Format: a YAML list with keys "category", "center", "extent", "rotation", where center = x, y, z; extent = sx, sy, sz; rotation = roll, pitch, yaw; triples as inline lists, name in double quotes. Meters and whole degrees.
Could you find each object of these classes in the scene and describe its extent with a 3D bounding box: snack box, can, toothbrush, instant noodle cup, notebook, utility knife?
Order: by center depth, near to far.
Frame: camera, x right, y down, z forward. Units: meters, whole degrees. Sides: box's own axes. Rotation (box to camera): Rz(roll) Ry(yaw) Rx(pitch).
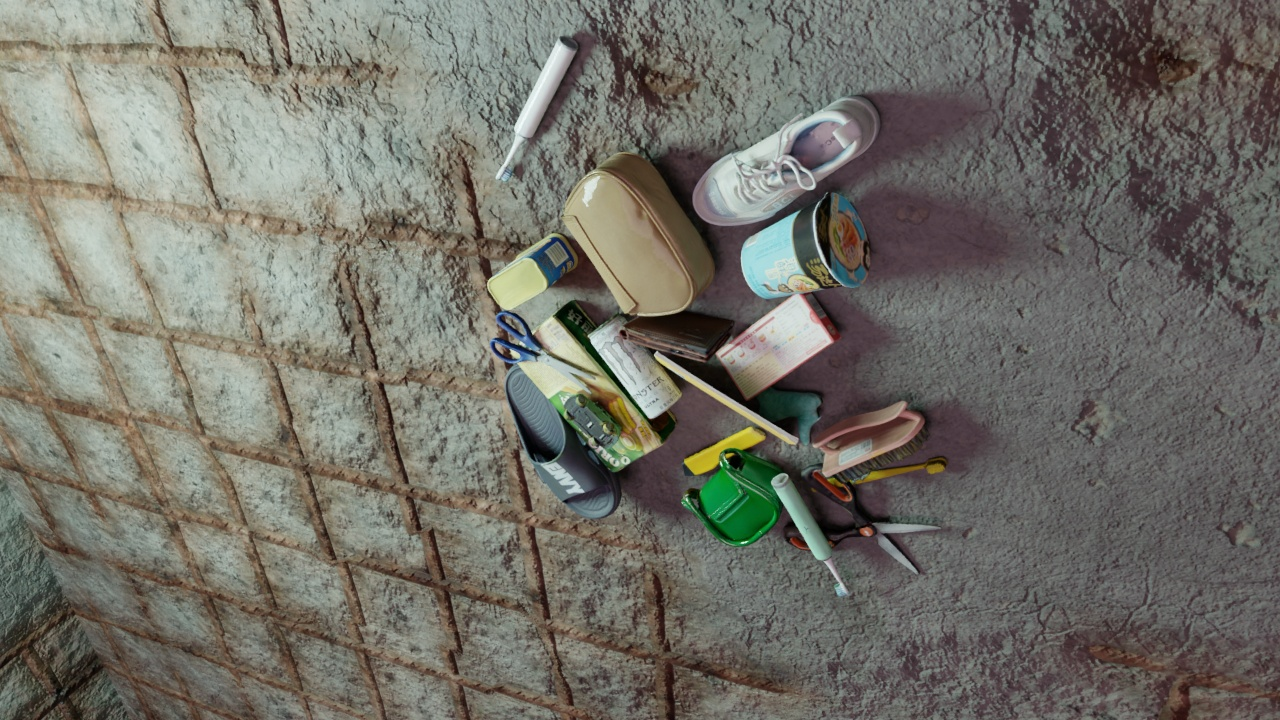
- category: "instant noodle cup"
  center: [0.186, -0.122, 1.063]
  extent: [0.121, 0.111, 0.111]
  rotation: [-17, 110, 43]
- category: "toothbrush"
  center: [-0.137, -0.311, 1.160]
  extent: [0.026, 0.026, 0.222]
  rotation: [24, 131, -16]
- category: "snack box"
  center: [0.172, -0.018, 1.165]
  extent: [0.156, 0.026, 0.077]
  rotation: [-39, 81, 39]
- category: "notebook"
  center: [0.111, 0.052, 1.197]
  extent: [0.206, 0.146, 0.010]
  rotation: [32, 89, 8]
- category: "toothbrush"
  center: [0.313, 0.154, 1.216]
  extent: [0.191, 0.016, 0.016]
  rotation: [-17, 110, 35]
- category: "can"
  center: [-0.148, -0.119, 1.249]
  extent: [0.102, 0.083, 0.057]
  rotation: [-25, 105, 37]
- category: "can"
  center: [-0.007, 0.007, 1.263]
  extent: [0.058, 0.058, 0.146]
  rotation: [-34, 95, 38]
- category: "toothbrush"
  center: [0.241, 0.245, 1.269]
  extent: [0.027, 0.026, 0.224]
  rotation: [-26, 113, 17]
- category: "utility knife"
  center: [0.116, 0.131, 1.308]
  extent: [0.154, 0.015, 0.033]
  rotation: [-31, 108, 37]
- category: "snack box"
  center: [-0.068, 0.039, 1.318]
  extent: [0.240, 0.063, 0.115]
  rotation: [49, 129, -7]

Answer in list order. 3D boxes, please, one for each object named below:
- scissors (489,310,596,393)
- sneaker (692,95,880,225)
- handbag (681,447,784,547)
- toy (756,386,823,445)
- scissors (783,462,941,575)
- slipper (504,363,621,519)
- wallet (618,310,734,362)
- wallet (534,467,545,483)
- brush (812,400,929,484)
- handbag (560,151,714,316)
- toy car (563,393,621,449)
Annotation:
- category: "scissors"
  center: [-0.137, -0.014, 1.275]
  extent: [0.171, 0.012, 0.140]
  rotation: [2, 118, 28]
- category: "sneaker"
  center: [0.151, -0.209, 1.029]
  extent: [0.243, 0.090, 0.089]
  rotation: [-25, 104, 37]
- category: "handbag"
  center: [0.135, 0.193, 1.294]
  extent: [0.120, 0.067, 0.132]
  rotation: [32, 131, -5]
- category: "toy"
  center: [0.198, 0.065, 1.212]
  extent: [0.092, 0.030, 0.096]
  rotation: [3, 112, 29]
- category: "scissors"
  center: [0.290, 0.227, 1.261]
  extent: [0.222, 0.021, 0.234]
  rotation: [-27, 111, 40]
- category: "slipper"
  center: [-0.133, 0.127, 1.365]
  extent: [0.111, 0.083, 0.268]
  rotation: [-32, 88, 31]
- category: "wallet"
  center: [0.048, -0.037, 1.184]
  extent: [0.125, 0.101, 0.032]
  rotation: [14, 116, 20]
- category: "wallet"
  center: [-0.116, 0.154, 1.436]
  extent: [0.115, 0.033, 0.090]
  rotation: [-5, 119, 29]
- category: "brush"
  center: [0.293, 0.099, 1.163]
  extent: [0.146, 0.063, 0.073]
  rotation: [-31, 112, 37]
- category: "handbag"
  center: [-0.002, -0.153, 1.146]
  extent: [0.148, 0.099, 0.204]
  rotation: [-21, 108, 44]
- category: "toy car"
  center: [-0.066, 0.082, 1.278]
  extent: [0.091, 0.036, 0.043]
  rotation: [42, 130, -3]
